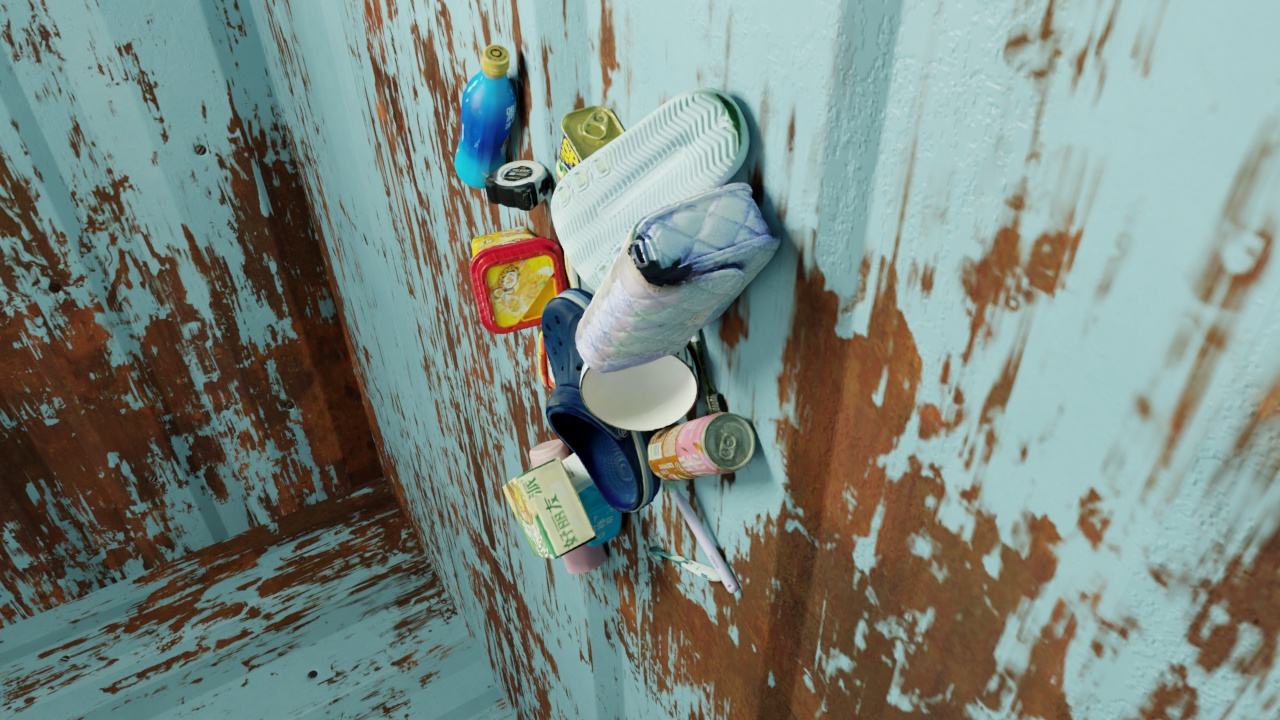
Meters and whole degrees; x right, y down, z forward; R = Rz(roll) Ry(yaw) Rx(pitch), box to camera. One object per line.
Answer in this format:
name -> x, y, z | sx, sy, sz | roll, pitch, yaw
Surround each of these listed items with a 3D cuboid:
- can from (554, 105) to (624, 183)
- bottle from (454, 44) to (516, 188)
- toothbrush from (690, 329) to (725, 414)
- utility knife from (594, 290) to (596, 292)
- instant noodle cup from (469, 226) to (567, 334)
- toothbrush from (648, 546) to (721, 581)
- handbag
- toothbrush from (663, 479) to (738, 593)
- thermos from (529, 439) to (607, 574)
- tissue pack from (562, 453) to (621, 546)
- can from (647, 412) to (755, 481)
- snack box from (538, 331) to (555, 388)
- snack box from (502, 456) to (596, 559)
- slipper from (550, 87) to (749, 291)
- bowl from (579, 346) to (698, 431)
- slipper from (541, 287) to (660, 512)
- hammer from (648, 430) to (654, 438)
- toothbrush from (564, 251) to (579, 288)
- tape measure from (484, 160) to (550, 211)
can -> -0.041, -0.182, 0.900 | 0.102, 0.057, 0.083 | 60, 157, 18
bottle -> -0.185, -0.292, 1.106 | 0.065, 0.065, 0.219 | 62, 156, 15
toothbrush -> 0.052, -0.034, 0.881 | 0.017, 0.012, 0.186 | 3, 113, 59
utility knife -> -0.053, -0.105, 1.053 | 0.031, 0.021, 0.198 | -8, 98, 60
instant noodle cup -> -0.162, -0.111, 1.171 | 0.123, 0.116, 0.116 | -126, 25, -56
toothbrush -> 0.054, 0.250, 1.119 | 0.018, 0.016, 0.192 | 62, 159, -11
handbag -> 0.026, -0.061, 0.759 | 0.075, 0.134, 0.194 | 63, 157, 13
toothbrush -> 0.056, 0.176, 1.022 | 0.189, 0.029, 0.021 | 58, -159, 5
thermos -> -0.111, 0.218, 1.397 | 0.087, 0.067, 0.198 | -66, -43, -81
tissue pack -> -0.065, 0.187, 1.253 | 0.090, 0.063, 0.140 | 57, 161, 29
can -> 0.057, 0.088, 0.915 | 0.058, 0.057, 0.147 | 68, 157, 2
snack box -> -0.075, 0.001, 1.106 | 0.080, 0.081, 0.091 | 37, 142, 35
snack box -> -0.126, 0.200, 1.229 | 0.114, 0.063, 0.240 | 64, 164, 4
slipper -> 0.007, -0.148, 0.786 | 0.246, 0.074, 0.104 | -33, 91, 47
bowl -> -0.001, 0.008, 0.916 | 0.066, 0.116, 0.117 | -88, 0, -47
slipper -> -0.060, 0.051, 0.993 | 0.105, 0.095, 0.253 | -15, 97, 48
hammer -> -0.006, 0.006, 1.018 | 0.126, 0.031, 0.324 | 43, 146, 46
toothbrush -> -0.082, -0.068, 1.134 | 0.016, 0.018, 0.192 | 39, 143, 47
tape measure -> -0.141, -0.207, 1.083 | 0.066, 0.065, 0.034 | 19, 136, 26
